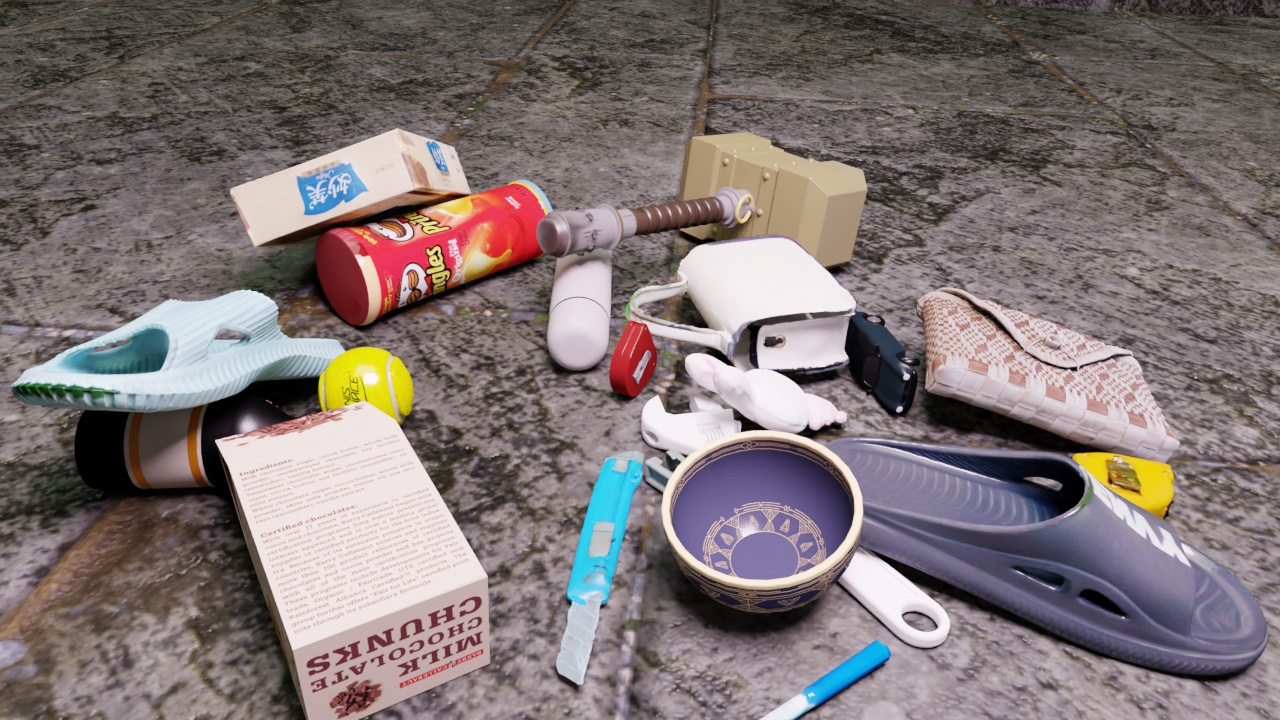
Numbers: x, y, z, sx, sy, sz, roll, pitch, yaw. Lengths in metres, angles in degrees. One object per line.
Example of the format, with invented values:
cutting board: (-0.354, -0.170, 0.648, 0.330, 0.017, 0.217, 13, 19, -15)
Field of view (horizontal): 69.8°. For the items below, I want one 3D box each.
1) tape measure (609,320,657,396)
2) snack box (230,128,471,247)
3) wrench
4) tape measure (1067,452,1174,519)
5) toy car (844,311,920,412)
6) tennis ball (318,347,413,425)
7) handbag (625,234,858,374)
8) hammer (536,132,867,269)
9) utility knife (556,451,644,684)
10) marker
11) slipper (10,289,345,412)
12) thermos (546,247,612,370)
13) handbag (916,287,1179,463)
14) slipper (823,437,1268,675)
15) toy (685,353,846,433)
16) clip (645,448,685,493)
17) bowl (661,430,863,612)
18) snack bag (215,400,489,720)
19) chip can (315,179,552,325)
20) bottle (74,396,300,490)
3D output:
tape measure: (-0.004, 0.004, 0.720, 0.019, 0.059, 0.051, 15, 63, 20)
snack box: (-0.257, -0.156, 0.853, 0.153, 0.055, 0.207, -18, 8, 5)
wrench: (0.092, 0.093, 0.605, 0.066, 0.018, 0.273, -18, 37, -29)
tape measure: (0.321, 0.086, 0.615, 0.068, 0.030, 0.058, 11, 30, 16)
toy car: (0.190, -0.001, 0.739, 0.034, 0.046, 0.112, -2, 30, -10)
tennis ball: (-0.196, 0.023, 0.657, 0.065, 0.065, 0.065, 1, 31, -1)
handbag: (0.072, -0.039, 0.767, 0.176, 0.074, 0.151, -7, 33, -15)
hammer: (0.041, -0.138, 0.868, 0.323, 0.101, 0.190, -16, 35, -40)
utility knife: (-0.024, 0.116, 0.564, 0.031, 0.015, 0.206, 1, 32, 7)
marker: (0.075, 0.179, 0.465, 0.141, 0.013, 0.013, -20, 37, -31)
slipper: (-0.291, -0.010, 0.616, 0.116, 0.069, 0.275, -3, 4, 13)
thermos: (-0.053, -0.066, 0.827, 0.052, 0.052, 0.223, 1, 31, -2)
handbag: (0.303, 0.006, 0.696, 0.186, 0.047, 0.123, 19, 35, 0)
slipper: (0.232, 0.089, 0.548, 0.268, 0.083, 0.110, 18, 32, 18)
toy: (0.095, 0.028, 0.677, 0.125, 0.037, 0.076, 20, 11, -25)
clip: (0.034, 0.086, 0.608, 0.043, 0.023, 0.076, -21, 36, -30)
bowl: (0.071, 0.102, 0.537, 0.112, 0.061, 0.112, -6, 41, 5)
snack bag: (-0.172, 0.093, 0.523, 0.094, 0.070, 0.206, -16, 40, -27)
chip can: (-0.185, -0.106, 0.856, 0.087, 0.087, 0.212, 27, 38, 35)
bottle: (-0.268, 0.054, 0.610, 0.181, 0.059, 0.059, -1, 31, -6)
